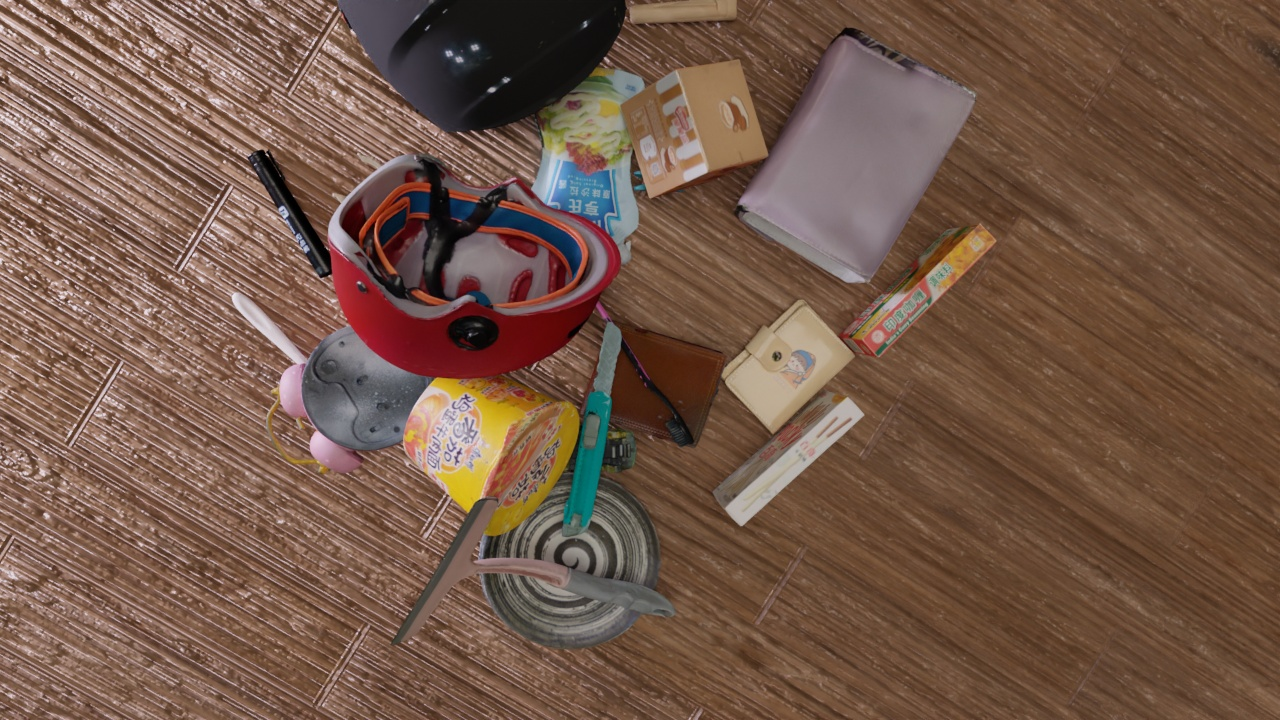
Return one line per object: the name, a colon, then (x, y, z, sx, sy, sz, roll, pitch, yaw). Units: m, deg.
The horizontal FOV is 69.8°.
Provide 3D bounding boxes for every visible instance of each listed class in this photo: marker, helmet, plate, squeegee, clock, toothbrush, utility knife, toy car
marker: (-0.329, -0.139, 0.872, 0.022, 0.020, 0.132, -33, 95, -31)
helmet: (-0.144, -0.337, 0.777, 0.233, 0.230, 0.274, -36, 76, -3)
plate: (-0.070, 0.197, 0.911, 0.179, 0.024, 0.179, 0, 94, -6)
squeegee: (-0.078, 0.209, 0.861, 0.249, 0.040, 0.248, 16, 131, -23)
clock: (-0.268, 0.037, 0.853, 0.158, 0.060, 0.117, -32, 91, -16)
toothbrush: (-0.326, 0.001, 0.885, 0.180, 0.016, 0.016, 45, 75, -3)
utility knife: (-0.046, 0.069, 0.868, 0.029, 0.013, 0.216, 12, 100, 8)
helmet: (-0.149, -0.063, 0.805, 0.240, 0.206, 0.144, 13, 130, -8)
toy car: (-0.049, 0.086, 0.896, 0.091, 0.036, 0.043, 1, 100, 5)
toothbrush: (-0.005, 0.005, 0.876, 0.018, 0.014, 0.189, -32, 98, 15)

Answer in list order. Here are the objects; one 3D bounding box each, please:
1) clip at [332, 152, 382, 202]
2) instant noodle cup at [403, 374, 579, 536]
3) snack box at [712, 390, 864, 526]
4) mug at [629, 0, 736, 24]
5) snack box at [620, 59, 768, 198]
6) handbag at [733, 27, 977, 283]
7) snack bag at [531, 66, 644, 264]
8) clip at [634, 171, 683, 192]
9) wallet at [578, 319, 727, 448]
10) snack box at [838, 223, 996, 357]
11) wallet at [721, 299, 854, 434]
clip: (-0.248, -0.143, 0.871, 0.092, 0.035, 0.103, -35, 103, -5)
instant noodle cup: (-0.139, 0.072, 0.837, 0.110, 0.138, 0.138, 31, 91, 20)
snack box: (0.140, 0.092, 0.886, 0.157, 0.084, 0.027, -42, 94, -1)
mug: (0.038, -0.380, 0.857, 0.103, 0.084, 0.125, -4, 121, -2)
snack box: (0.049, -0.212, 0.843, 0.076, 0.095, 0.093, -21, 96, -33)
handbag: (0.196, -0.189, 0.864, 0.145, 0.098, 0.197, 30, 92, -7)
snack bag: (-0.054, -0.182, 0.879, 0.110, 0.039, 0.191, 3, 95, -15)
clip: (0.018, -0.172, 0.886, 0.056, 0.014, 0.043, -7, 97, -31)
wallet: (0.013, 0.024, 0.901, 0.124, 0.032, 0.101, 17, 95, -4)
snack box: (0.265, -0.067, 0.888, 0.156, 0.077, 0.027, -45, 96, 0)
wallet: (0.144, 0.004, 0.912, 0.115, 0.024, 0.087, -43, 94, 1)
